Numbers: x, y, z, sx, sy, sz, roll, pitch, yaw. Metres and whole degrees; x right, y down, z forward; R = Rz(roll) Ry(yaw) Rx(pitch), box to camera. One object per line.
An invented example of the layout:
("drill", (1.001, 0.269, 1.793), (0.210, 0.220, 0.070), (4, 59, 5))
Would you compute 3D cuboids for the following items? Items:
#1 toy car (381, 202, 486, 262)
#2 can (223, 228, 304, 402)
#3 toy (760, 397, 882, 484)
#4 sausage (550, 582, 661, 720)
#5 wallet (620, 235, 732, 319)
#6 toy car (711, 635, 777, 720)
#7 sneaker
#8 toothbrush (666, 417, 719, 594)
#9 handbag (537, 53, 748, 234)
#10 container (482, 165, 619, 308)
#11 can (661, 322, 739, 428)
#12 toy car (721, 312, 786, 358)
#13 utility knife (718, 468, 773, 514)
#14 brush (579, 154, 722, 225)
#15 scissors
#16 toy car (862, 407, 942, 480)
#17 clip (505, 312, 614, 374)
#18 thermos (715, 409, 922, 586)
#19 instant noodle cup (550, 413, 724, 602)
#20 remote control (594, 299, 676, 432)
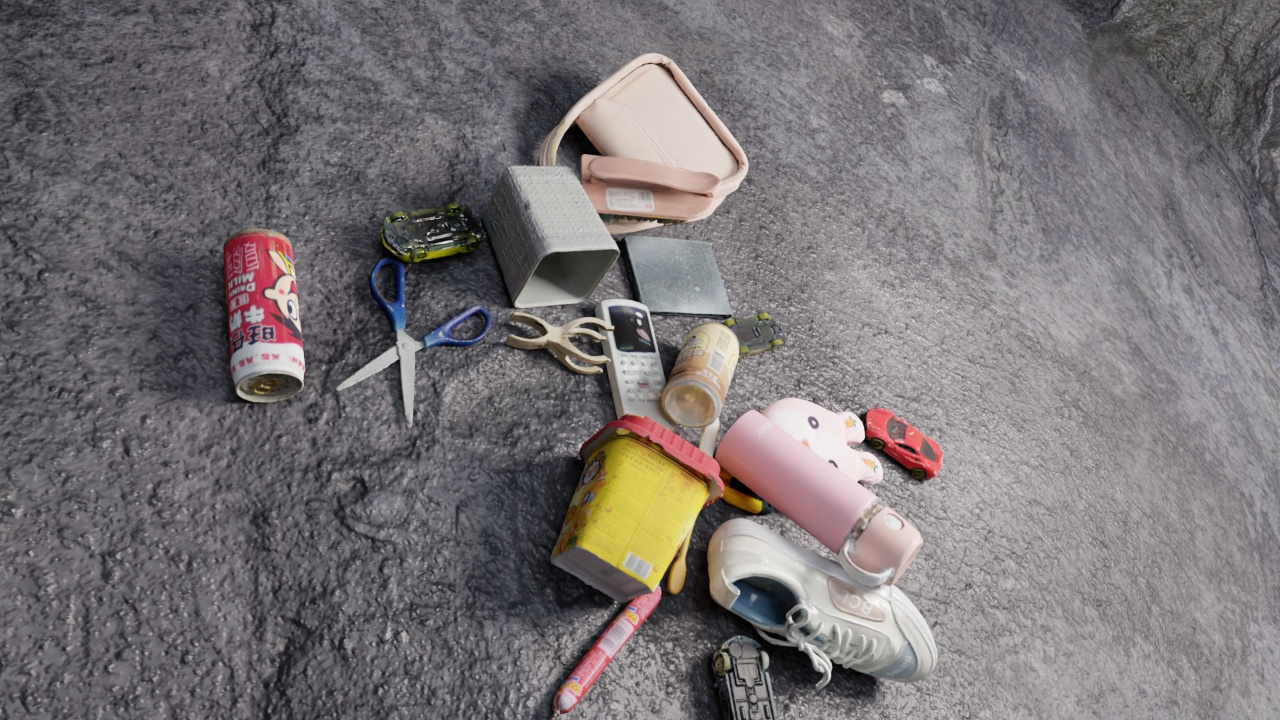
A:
("toy car", (-0.196, -0.117, 0.864), (0.105, 0.032, 0.048), (-19, 72, -43))
("can", (-0.299, -0.036, 0.728), (0.053, 0.053, 0.132), (2, 60, -32))
("toy", (0.191, 0.093, 0.963), (0.159, 0.054, 0.121), (-3, 62, -39))
("sausage", (-0.026, 0.233, 0.748), (0.020, 0.020, 0.155), (46, 47, 2))
("wallet", (0.040, -0.091, 1.012), (0.120, 0.019, 0.097), (1, 61, -31))
("toy car", (0.088, 0.288, 0.777), (0.049, 0.031, 0.105), (10, 57, -29))
("sneaker", (0.166, 0.234, 0.818), (0.242, 0.090, 0.090), (30, 28, -8))
("toothbrush", (0.049, 0.130, 0.856), (0.016, 0.018, 0.190), (25, 55, -13))
("handbag", (-0.012, -0.227, 1.036), (0.233, 0.094, 0.193), (-35, 83, -34))
("container", (-0.093, -0.125, 0.901), (0.090, 0.090, 0.114), (-8, 61, -37))
("can", (0.061, 0.013, 0.913), (0.058, 0.059, 0.116), (36, 35, -7))
("toy car", (0.118, -0.024, 1.004), (0.090, 0.035, 0.042), (-10, 65, -37))
("utility knife", (0.067, 0.113, 0.891), (0.153, 0.015, 0.033), (26, 47, -16))
("brush", (0.009, -0.177, 0.950), (0.145, 0.073, 0.063), (4, 69, -15))
("scissors", (-0.202, -0.022, 0.811), (0.162, 0.012, 0.175), (-11, 68, -38))
("toy car", (0.299, 0.092, 1.048), (0.106, 0.031, 0.049), (34, 47, -6))
("clip", (-0.074, -0.007, 0.870), (0.104, 0.035, 0.084), (-4, 70, -25))
("thermos", (0.158, 0.130, 0.846), (0.198, 0.067, 0.087), (38, 41, 26))
("instant noodle cup", (-0.009, 0.128, 0.775), (0.116, 0.116, 0.123), (32, 60, -10))
("remote control", (-0.005, 0.005, 0.914), (0.058, 0.021, 0.149), (4, 59, -31))
